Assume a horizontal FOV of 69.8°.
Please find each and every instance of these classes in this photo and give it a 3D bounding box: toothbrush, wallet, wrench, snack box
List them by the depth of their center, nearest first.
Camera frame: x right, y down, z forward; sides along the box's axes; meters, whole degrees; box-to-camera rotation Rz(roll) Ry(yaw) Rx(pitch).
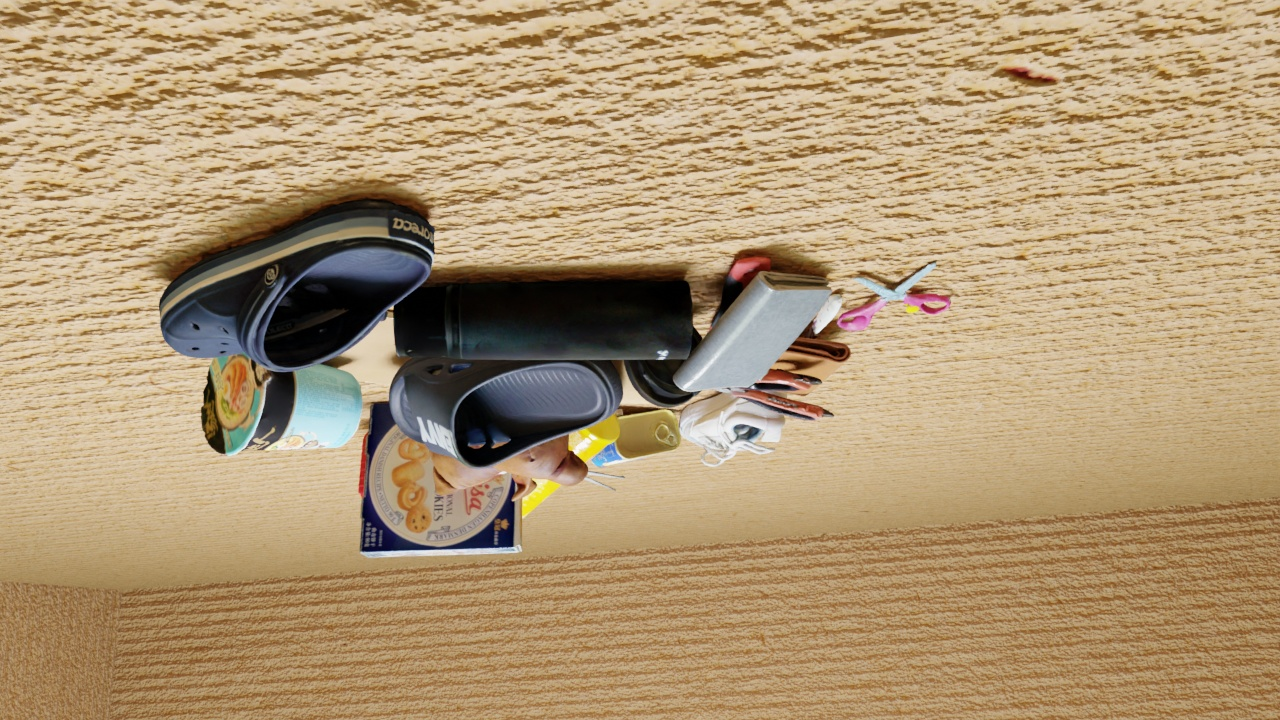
[{"bbox_3d":[0.099,-0.026,0.803,0.106,0.037,0.130,-3,140,-46],"label":"wallet"},{"bbox_3d":[0.080,-0.041,0.866,0.056,0.016,0.274,-2,163,-8],"label":"wrench"},{"bbox_3d":[0.179,-0.030,0.922,0.017,0.016,0.188,-10,163,-6],"label":"toothbrush"},{"bbox_3d":[0.148,0.004,0.965,0.108,0.031,0.132,9,162,-5],"label":"wallet"},{"bbox_3d":[-0.232,0.138,1.084,0.182,0.177,0.046,-2,158,-2],"label":"snack box"}]

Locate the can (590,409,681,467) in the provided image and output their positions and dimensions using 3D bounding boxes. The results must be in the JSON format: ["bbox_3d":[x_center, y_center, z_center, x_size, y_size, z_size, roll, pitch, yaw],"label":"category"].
[{"bbox_3d":[-0.011,0.105,1.225,0.102,0.057,0.083,-8,170,-32],"label":"can"}]

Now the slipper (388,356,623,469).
[{"bbox_3d":[-0.146,0.045,0.864,0.269,0.083,0.111,-9,120,29],"label":"slipper"}]

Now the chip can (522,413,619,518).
[{"bbox_3d":[-0.119,0.130,1.149,0.072,0.072,0.214,14,132,-45],"label":"chip can"}]

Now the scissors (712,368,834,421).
[{"bbox_3d":[0.110,0.030,0.993,0.224,0.015,0.189,2,161,39],"label":"scissors"}]

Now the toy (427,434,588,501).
[{"bbox_3d":[-0.154,0.085,1.011,0.200,0.140,0.130,-11,165,25],"label":"toy"}]

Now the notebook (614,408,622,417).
[{"bbox_3d":[-0.142,0.090,1.240,0.150,0.012,0.210,10,157,-33],"label":"notebook"}]

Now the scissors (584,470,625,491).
[{"bbox_3d":[-0.136,0.137,1.258,0.233,0.021,0.221,-3,153,40],"label":"scissors"}]

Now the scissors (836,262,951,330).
[{"bbox_3d":[0.229,-0.056,0.845,0.133,0.017,0.135,15,150,-42],"label":"scissors"}]

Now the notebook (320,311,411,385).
[{"bbox_3d":[-0.236,-0.006,0.923,0.147,0.008,0.208,8,159,-33],"label":"notebook"}]

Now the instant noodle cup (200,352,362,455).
[{"bbox_3d":[-0.339,0.041,0.887,0.111,0.111,0.120,-17,161,35],"label":"instant noodle cup"}]

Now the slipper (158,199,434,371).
[{"bbox_3d":[-0.250,-0.039,0.679,0.253,0.095,0.105,-18,156,28],"label":"slipper"}]

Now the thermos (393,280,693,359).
[{"bbox_3d":[-0.082,-0.035,0.782,0.242,0.068,0.090,0,-178,-6],"label":"thermos"}]

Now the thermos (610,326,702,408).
[{"bbox_3d":[-0.005,0.005,0.884,0.093,0.093,0.144,9,166,-35],"label":"thermos"}]

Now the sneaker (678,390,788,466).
[{"bbox_3d":[0.118,0.087,1.157,0.089,0.090,0.243,3,162,-19],"label":"sneaker"}]

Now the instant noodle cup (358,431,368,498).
[{"bbox_3d":[-0.283,0.141,1.189,0.124,0.116,0.116,-6,163,18],"label":"instant noodle cup"}]
